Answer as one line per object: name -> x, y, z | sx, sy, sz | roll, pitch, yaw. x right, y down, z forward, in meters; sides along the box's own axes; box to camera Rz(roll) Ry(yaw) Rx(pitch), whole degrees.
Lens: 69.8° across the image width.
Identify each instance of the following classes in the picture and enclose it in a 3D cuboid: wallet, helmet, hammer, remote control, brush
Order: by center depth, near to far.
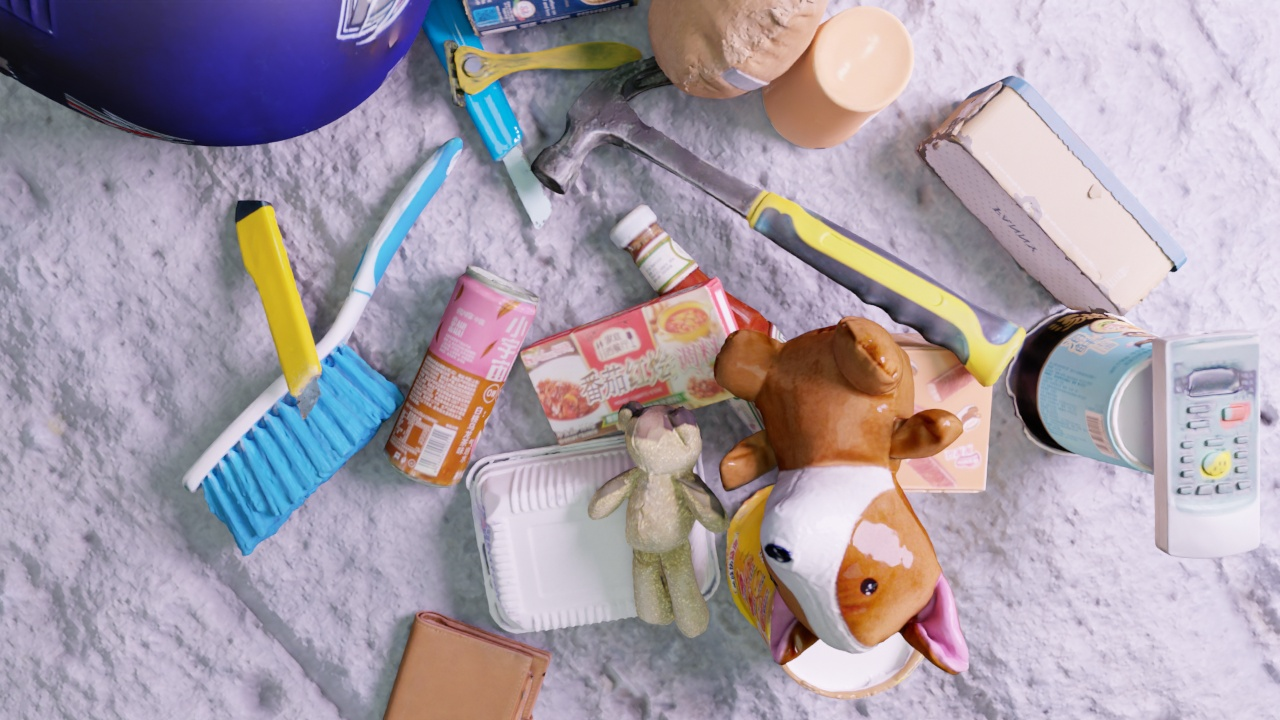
helmet -> -0.231, -0.278, 0.504 | 0.240, 0.248, 0.315 | -1, 95, -27
remote control -> 0.334, 0.050, 0.542 | 0.056, 0.019, 0.135 | -5, 98, 1
hammer -> 0.093, -0.091, 0.587 | 0.323, 0.032, 0.126 | 33, 81, 13
brush -> -0.201, -0.007, 0.636 | 0.314, 0.060, 0.109 | -44, 93, 2
wallet -> -0.135, 0.262, 0.683 | 0.108, 0.031, 0.132 | 18, 98, 0

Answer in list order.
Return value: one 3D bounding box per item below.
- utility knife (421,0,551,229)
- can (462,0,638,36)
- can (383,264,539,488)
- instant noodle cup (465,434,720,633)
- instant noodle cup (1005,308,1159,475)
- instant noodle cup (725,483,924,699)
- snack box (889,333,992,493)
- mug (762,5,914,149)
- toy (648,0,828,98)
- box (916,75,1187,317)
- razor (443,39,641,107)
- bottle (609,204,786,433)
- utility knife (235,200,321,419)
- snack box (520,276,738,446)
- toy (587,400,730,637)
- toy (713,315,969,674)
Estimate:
utility knife -> -0.109, -0.182, 0.627 | 0.034, 0.018, 0.198 | -27, 98, -8
can -> -0.062, -0.257, 0.589 | 0.111, 0.075, 0.075 | -11, 98, 1
can -> -0.124, 0.012, 0.634 | 0.058, 0.058, 0.147 | 25, 97, -4
instant noodle cup -> -0.034, 0.129, 0.652 | 0.173, 0.060, 0.138 | -9, 98, 2
instant noodle cup -> 0.322, 0.023, 0.610 | 0.111, 0.120, 0.111 | 0, 98, -1
instant noodle cup -> 0.132, 0.158, 0.632 | 0.138, 0.109, 0.138 | 0, 98, 0
snack box -> 0.182, 0.032, 0.623 | 0.077, 0.092, 0.094 | 0, 98, -1
mug -> 0.125, -0.178, 0.578 | 0.078, 0.122, 0.078 | 0, 99, -2
toy -> 0.072, -0.265, 0.565 | 0.082, 0.144, 0.225 | 30, 65, -38
box -> 0.273, -0.101, 0.609 | 0.184, 0.089, 0.060 | 42, 94, -8
razor -> -0.062, -0.199, 0.613 | 0.132, 0.028, 0.043 | -9, 93, -11
bottle -> 0.057, -0.020, 0.634 | 0.060, 0.059, 0.206 | -40, 91, 4
utility knife -> -0.242, -0.038, 0.616 | 0.033, 0.015, 0.170 | -28, 72, 15
snack box -> -0.004, 0.004, 0.619 | 0.153, 0.025, 0.075 | -18, 100, 28
toy -> 0.018, 0.103, 0.593 | 0.105, 0.066, 0.157 | 5, 105, 40
toy -> 0.111, 0.076, 0.521 | 0.140, 0.130, 0.199 | -7, 88, 44
